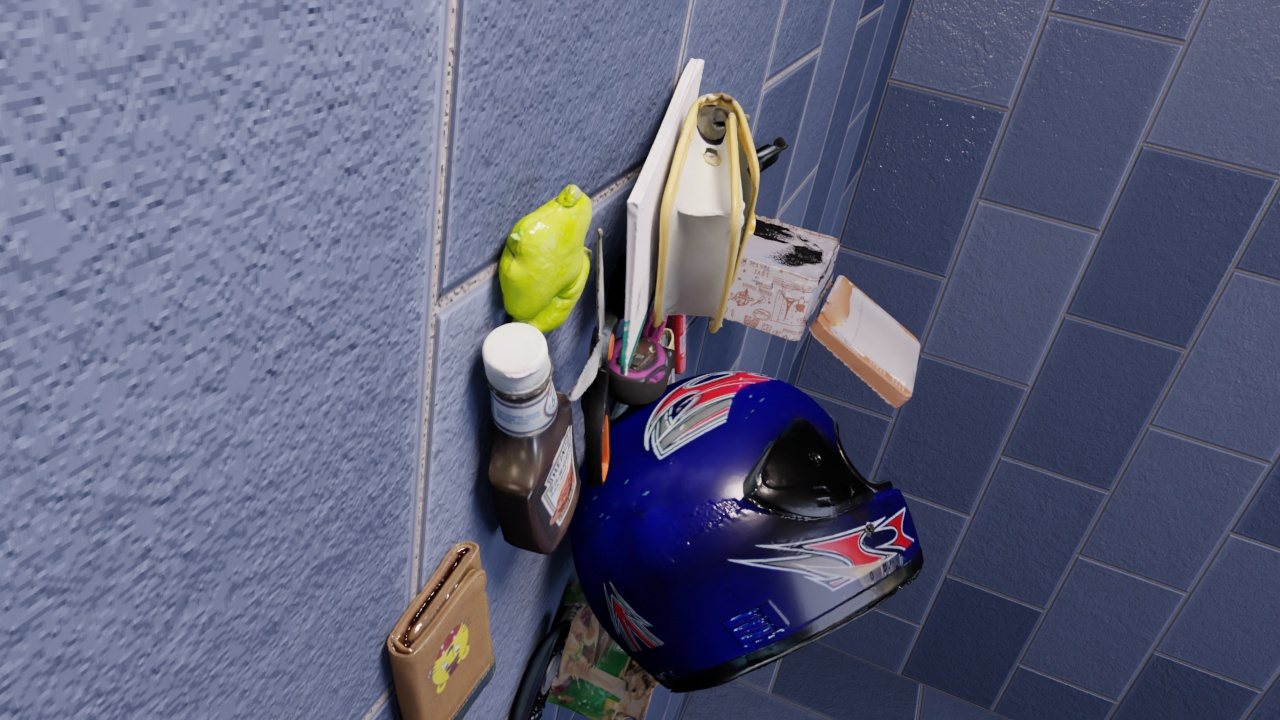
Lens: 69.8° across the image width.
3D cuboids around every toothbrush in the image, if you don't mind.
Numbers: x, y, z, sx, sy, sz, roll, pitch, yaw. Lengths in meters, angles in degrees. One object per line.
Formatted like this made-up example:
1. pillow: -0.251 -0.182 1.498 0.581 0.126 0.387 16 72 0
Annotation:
1. toothbrush: 0.152 -0.246 1.092 0.026 0.027 0.212 -28 -172 26

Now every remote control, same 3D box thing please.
1. remote control: -0.098 0.304 0.851 0.053 0.024 0.136 39 69 -74

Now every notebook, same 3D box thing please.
1. notebook: 0.015 -0.111 0.683 0.208 0.012 0.151 -71 170 -46

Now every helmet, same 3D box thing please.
1. helmet: 0.086 0.128 0.808 0.314 0.240 0.248 -13 166 -39

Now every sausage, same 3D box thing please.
1. sausage: 0.038 -0.027 0.949 0.156 0.020 0.020 86 26 -59

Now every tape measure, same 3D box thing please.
1. tape measure: -0.004 0.006 0.743 0.039 0.057 0.057 91 25 -45

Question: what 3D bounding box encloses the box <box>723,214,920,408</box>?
1. box: 0.203 -0.064 1.039 0.178 0.259 0.110 -46 154 -60

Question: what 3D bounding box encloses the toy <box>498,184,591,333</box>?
1. toy: -0.052 -0.050 0.520 0.097 0.031 0.100 -59 164 5

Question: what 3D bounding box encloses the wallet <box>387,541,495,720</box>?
1. wallet: -0.122 0.181 0.576 0.090 0.033 0.115 -55 156 -46

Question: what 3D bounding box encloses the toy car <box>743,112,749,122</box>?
1. toy car: 0.078 -0.196 0.843 0.120 0.037 0.054 -67 170 -62

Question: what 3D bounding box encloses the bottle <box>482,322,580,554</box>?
1. bottle: -0.068 0.050 0.573 0.195 0.044 0.079 90 17 -54

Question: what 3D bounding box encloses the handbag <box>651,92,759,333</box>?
1. handbag: 0.055 -0.127 0.706 0.164 0.063 0.178 95 6 -60

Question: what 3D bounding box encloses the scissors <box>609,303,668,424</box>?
1. scissors: -0.006 0.006 0.833 0.137 0.017 0.073 -63 165 -16

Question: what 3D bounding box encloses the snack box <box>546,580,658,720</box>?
1. snack box: -0.036 0.292 0.932 0.106 0.117 0.118 98 15 -83

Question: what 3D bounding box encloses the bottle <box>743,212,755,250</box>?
1. bottle: 0.064 -0.108 0.846 0.063 0.063 0.108 93 21 -49

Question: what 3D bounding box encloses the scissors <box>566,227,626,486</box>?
1. scissors: -0.028 -0.005 0.626 0.234 0.022 0.221 -74 170 -59

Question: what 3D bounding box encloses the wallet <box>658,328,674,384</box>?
1. wallet: 0.014 0.033 0.934 0.115 0.024 0.087 88 20 -59
